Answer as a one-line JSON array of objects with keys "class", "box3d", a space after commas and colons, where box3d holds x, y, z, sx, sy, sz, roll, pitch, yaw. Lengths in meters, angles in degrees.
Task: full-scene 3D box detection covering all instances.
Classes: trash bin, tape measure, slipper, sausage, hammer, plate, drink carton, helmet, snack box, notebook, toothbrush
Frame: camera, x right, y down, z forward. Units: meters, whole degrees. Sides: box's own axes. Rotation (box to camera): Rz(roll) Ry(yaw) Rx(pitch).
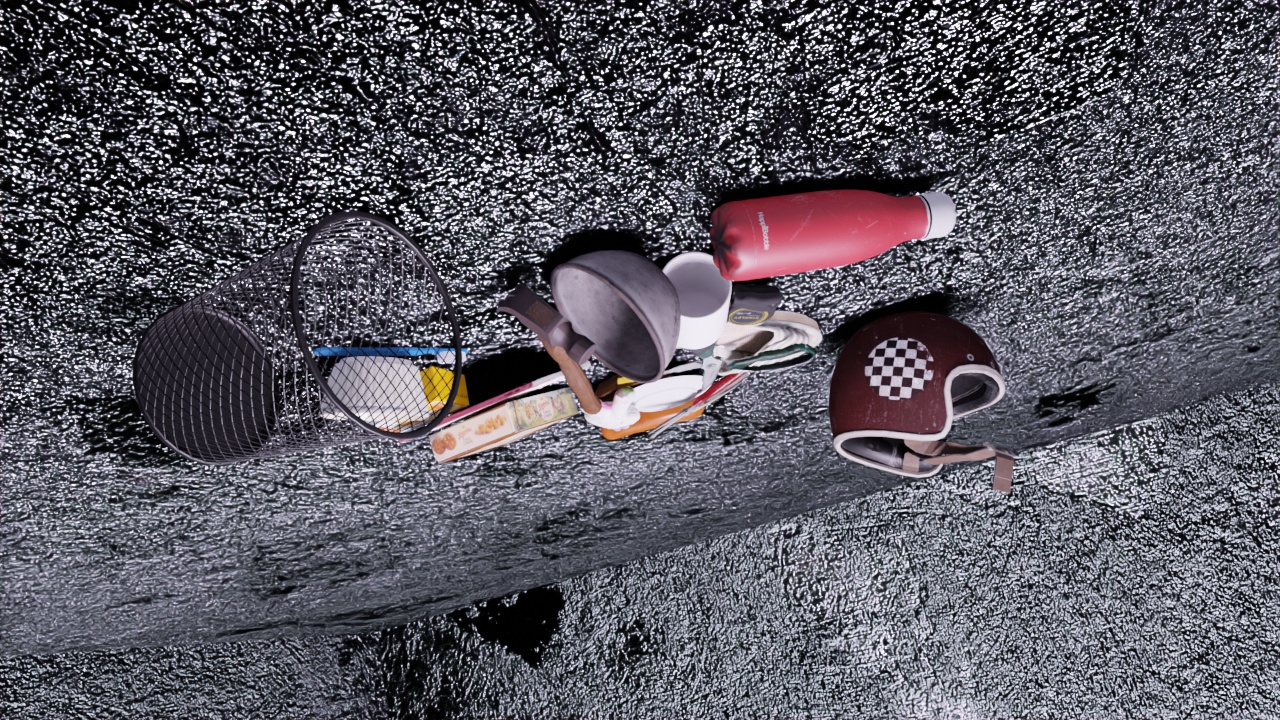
[{"class": "trash bin", "box3d": [-0.290, -0.003, 0.765, 0.211, 0.184, 0.184, -16, 162, 25]}, {"class": "tape measure", "box3d": [0.124, -0.066, 1.056, 0.061, 0.034, 0.061, 3, 153, -16]}, {"class": "slipper", "box3d": [0.130, -0.024, 1.162, 0.272, 0.054, 0.115, 7, 148, -42]}, {"class": "sausage", "box3d": [0.017, 0.086, 1.413, 0.164, 0.039, 0.044, -15, 164, 6]}, {"class": "hammer", "box3d": [-0.079, 0.005, 1.003, 0.033, 0.115, 0.323, -50, 164, -10]}, {"class": "plate", "box3d": [0.035, 0.051, 1.282, 0.134, 0.011, 0.135, -11, 161, -4]}, {"class": "drink carton", "box3d": [-0.277, 0.051, 1.119, 0.123, 0.040, 0.058, -22, 159, 25]}, {"class": "helmet", "box3d": [0.370, 0.058, 1.228, 0.234, 0.253, 0.233, 8, 161, 18]}, {"class": "snack box", "box3d": [-0.181, 0.087, 1.228, 0.143, 0.041, 0.146, -23, 175, 30]}, {"class": "plate", "box3d": [-0.006, 0.040, 1.286, 0.131, 0.025, 0.131, -11, 161, -4]}, {"class": "notebook", "box3d": [-0.180, 0.051, 1.145, 0.209, 0.012, 0.152, -22, 180, 25]}, {"class": "toothbrush", "box3d": [-0.269, -0.006, 1.002, 0.166, 0.014, 0.016, 0, 158, -31]}]

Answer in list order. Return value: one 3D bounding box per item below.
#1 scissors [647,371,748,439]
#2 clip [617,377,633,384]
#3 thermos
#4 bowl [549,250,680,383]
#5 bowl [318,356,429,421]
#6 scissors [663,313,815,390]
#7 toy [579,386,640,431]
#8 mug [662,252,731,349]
[{"class": "scissors", "box3d": [0.099, 0.050, 1.305, 0.199, 0.015, 0.178, -40, 169, 30]}, {"class": "clip", "box3d": [-0.007, 0.006, 1.203, 0.054, 0.048, 0.046, -8, -158, -11]}, {"class": "thermos", "box3d": [0.187, -0.125, 0.868, 0.239, 0.073, 0.073, -9, 161, -13]}, {"class": "bowl", "box3d": [-0.013, -0.053, 0.890, 0.067, 0.145, 0.145, -45, 174, -25]}, {"class": "bowl", "box3d": [-0.287, 0.031, 0.994, 0.115, 0.062, 0.115, 0, 172, 0]}, {"class": "scissors", "box3d": [0.122, -0.014, 1.106, 0.205, 0.015, 0.202, -6, 153, -7]}, {"class": "toy", "box3d": [-0.038, 0.072, 1.253, 0.079, 0.038, 0.123, -10, 156, 5]}, {"class": "mug", "box3d": [0.038, -0.065, 0.965, 0.110, 0.073, 0.090, 12, 162, 6]}]
